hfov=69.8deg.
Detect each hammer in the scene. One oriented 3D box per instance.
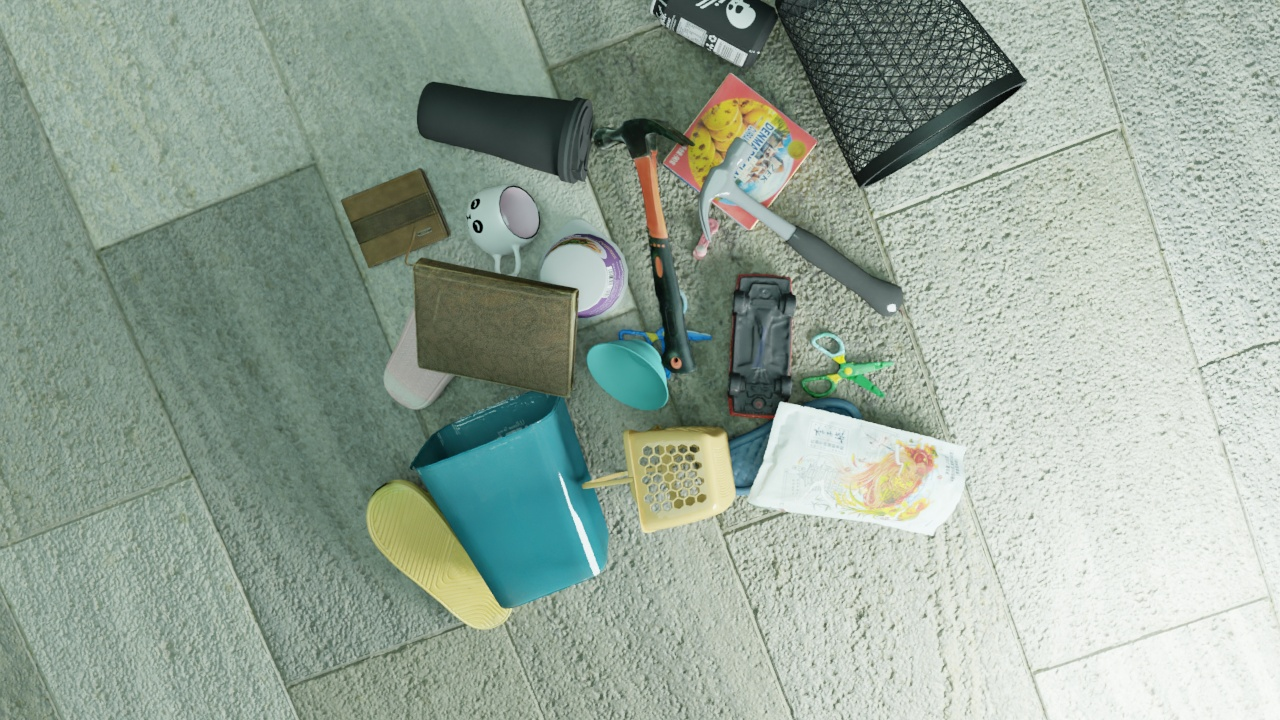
[{"bbox_3d":[0.209,-0.147,1.175,0.311,0.029,0.125,32,99,-13],"label":"hammer"},{"bbox_3d":[0.026,-0.144,1.185,0.133,0.033,0.333,-3,102,33],"label":"hammer"}]

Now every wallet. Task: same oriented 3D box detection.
[{"bbox_3d":[-0.326,-0.190,1.221,0.121,0.027,0.098,-20,98,3],"label":"wallet"}]

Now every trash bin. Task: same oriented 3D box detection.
[{"bbox_3d":[0.292,-0.367,1.089,0.217,0.217,0.243,-31,88,5],"label":"trash bin"},{"bbox_3d":[-0.151,0.175,1.182,0.197,0.199,0.218,-21,102,5],"label":"trash bin"}]

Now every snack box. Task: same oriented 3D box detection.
[{"bbox_3d":[0.127,-0.267,1.184,0.145,0.040,0.143,37,98,-2],"label":"snack box"}]

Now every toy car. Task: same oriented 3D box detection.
[{"bbox_3d":[0.158,-0.019,1.205,0.081,0.056,0.189,3,90,1],"label":"toy car"}]

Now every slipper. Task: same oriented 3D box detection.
[{"bbox_3d":[-0.271,0.259,1.250,0.099,0.078,0.263,-35,111,6],"label":"slipper"},{"bbox_3d":[-0.266,-0.028,1.222,0.107,0.055,0.222,39,107,-2],"label":"slipper"},{"bbox_3d":[0.198,0.124,1.220,0.214,0.059,0.104,-22,98,6],"label":"slipper"}]

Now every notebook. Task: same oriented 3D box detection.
[{"bbox_3d":[-0.181,-0.058,1.125,0.215,0.034,0.190,11,119,13],"label":"notebook"}]

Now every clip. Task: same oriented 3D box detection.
[{"bbox_3d":[0.085,-0.156,1.211,0.023,0.050,0.058,22,55,-3],"label":"clip"}]

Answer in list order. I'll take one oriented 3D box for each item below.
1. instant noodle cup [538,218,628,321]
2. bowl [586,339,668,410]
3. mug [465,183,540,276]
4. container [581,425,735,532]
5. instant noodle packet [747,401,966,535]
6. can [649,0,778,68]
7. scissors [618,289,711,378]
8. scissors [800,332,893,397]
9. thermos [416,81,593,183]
[{"bbox_3d":[-0.080,-0.114,1.170,0.122,0.121,0.137,-7,96,3],"label":"instant noodle cup"},{"bbox_3d":[-0.007,0.007,1.207,0.121,0.121,0.046,36,57,-2],"label":"bowl"},{"bbox_3d":[-0.179,-0.163,1.181,0.076,0.090,0.123,-15,79,38],"label":"mug"},{"bbox_3d":[0.023,0.147,1.157,0.167,0.183,0.129,-9,86,13],"label":"container"},{"bbox_3d":[0.285,0.148,1.192,0.269,0.057,0.147,12,104,-12],"label":"instant noodle packet"},{"bbox_3d":[0.092,-0.432,1.145,0.146,0.080,0.080,28,97,-1],"label":"can"},{"bbox_3d":[0.034,-0.040,1.231,0.125,0.013,0.130,6,99,3],"label":"scissors"},{"bbox_3d":[0.276,0.005,1.226,0.130,0.012,0.117,-11,96,5],"label":"scissors"},{"bbox_3d":[-0.168,-0.297,1.167,0.219,0.105,0.106,13,97,6],"label":"thermos"}]
